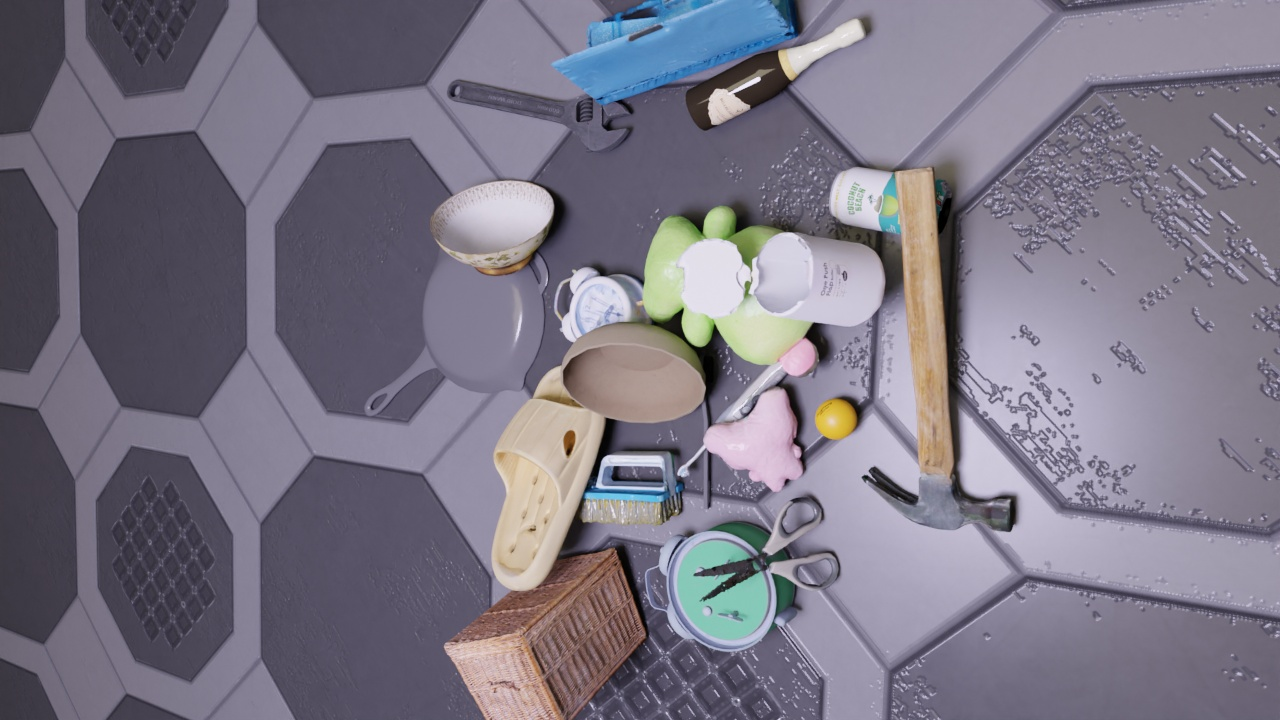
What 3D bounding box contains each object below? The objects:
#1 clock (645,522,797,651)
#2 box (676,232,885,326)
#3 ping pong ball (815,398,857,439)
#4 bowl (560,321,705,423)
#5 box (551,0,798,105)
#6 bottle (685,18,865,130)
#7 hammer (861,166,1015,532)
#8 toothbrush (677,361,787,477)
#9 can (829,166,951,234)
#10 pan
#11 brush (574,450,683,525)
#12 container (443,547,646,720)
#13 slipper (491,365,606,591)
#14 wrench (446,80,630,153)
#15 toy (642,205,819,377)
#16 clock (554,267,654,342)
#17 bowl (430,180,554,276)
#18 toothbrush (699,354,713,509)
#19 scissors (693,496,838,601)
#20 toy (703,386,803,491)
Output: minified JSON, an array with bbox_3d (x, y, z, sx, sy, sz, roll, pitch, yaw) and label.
[{"bbox_3d":[0.075,0.235,0.956,0.162,0.075,0.122,-11,87,31],"label":"clock"},{"bbox_3d":[0.124,-0.071,0.823,0.136,0.146,0.084,9,94,53],"label":"box"},{"bbox_3d":[0.191,0.057,0.896,0.040,0.040,0.040,2,94,30],"label":"ping pong ball"},{"bbox_3d":[-0.006,0.006,0.963,0.153,0.152,0.050,-15,50,30],"label":"bowl"},{"bbox_3d":[0.029,-0.344,0.916,0.232,0.112,0.094,-10,79,28],"label":"box"},{"bbox_3d":[0.133,-0.285,0.904,0.185,0.045,0.045,-20,83,30],"label":"bottle"},{"bbox_3d":[0.258,-0.005,0.827,0.132,0.033,0.330,0,105,34],"label":"hammer"},{"bbox_3d":[0.098,0.056,0.955,0.186,0.022,0.024,-48,41,18],"label":"toothbrush"},{"bbox_3d":[0.231,-0.147,0.851,0.102,0.054,0.055,17,101,28],"label":"can"},{"bbox_3d":[-0.248,-0.023,1.157,0.355,0.024,0.216,-36,75,27],"label":"pan"},{"bbox_3d":[-0.024,0.139,1.018,0.136,0.055,0.075,-3,96,31],"label":"brush"},{"bbox_3d":[-0.094,0.300,0.989,0.114,0.198,0.113,-20,95,34],"label":"container"},{"bbox_3d":[-0.114,0.121,1.011,0.111,0.079,0.261,6,74,35],"label":"slipper"},{"bbox_3d":[-0.125,-0.295,1.069,0.273,0.018,0.073,20,94,29],"label":"wrench"},{"bbox_3d":[0.089,-0.078,0.913,0.197,0.107,0.150,14,87,33],"label":"toy"},{"bbox_3d":[-0.045,-0.055,1.022,0.125,0.051,0.089,18,103,31],"label":"clock"},{"bbox_3d":[-0.164,-0.144,1.060,0.145,0.144,0.063,20,141,28],"label":"bowl"},{"bbox_3d":[0.070,0.077,0.984,0.013,0.012,0.167,1,94,22],"label":"toothbrush"},{"bbox_3d":[0.125,0.186,0.894,0.013,0.164,0.150,-30,41,62],"label":"scissors"},{"bbox_3d":[0.125,0.087,0.930,0.099,0.052,0.096,-35,95,8],"label":"toy"}]
